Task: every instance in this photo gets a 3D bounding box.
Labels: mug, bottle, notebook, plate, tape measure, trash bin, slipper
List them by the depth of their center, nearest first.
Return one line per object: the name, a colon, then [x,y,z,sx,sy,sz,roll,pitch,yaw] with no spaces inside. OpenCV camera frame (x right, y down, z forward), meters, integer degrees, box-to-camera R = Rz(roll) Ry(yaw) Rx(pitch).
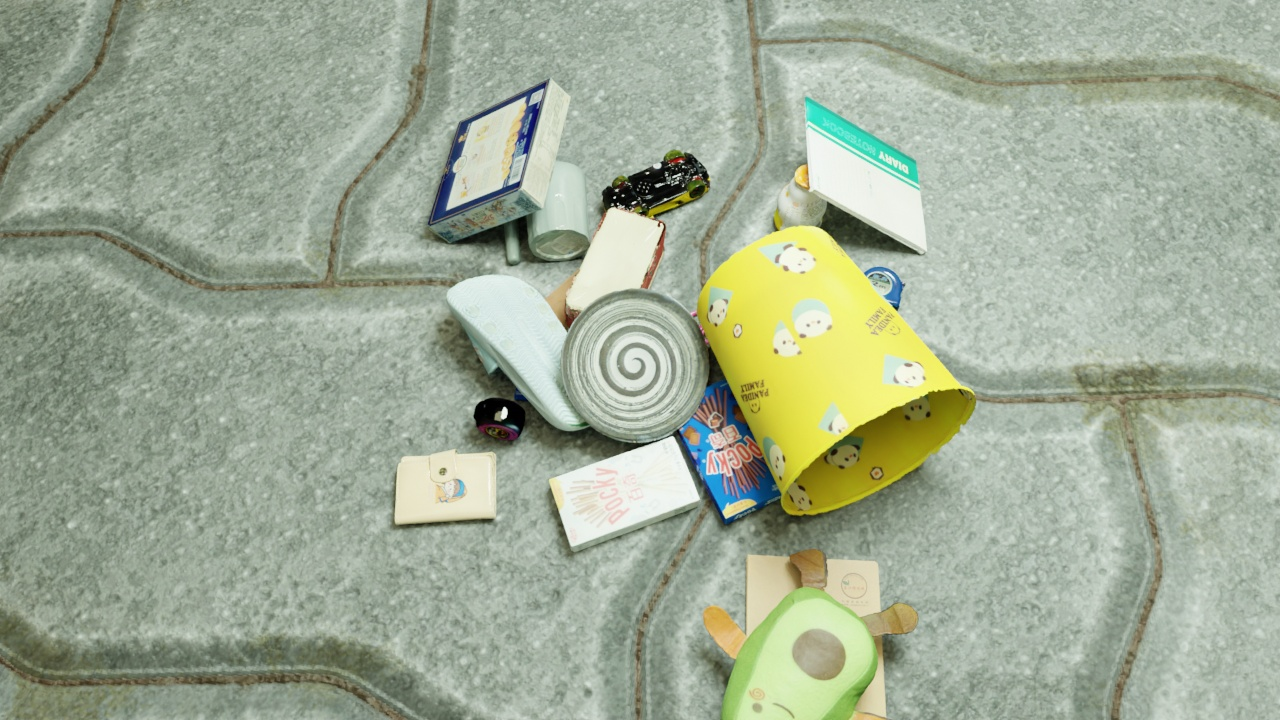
notebook: [0.185,0.315,0.983,0.148,0.008,0.207,2,65,3]
trash bin: [0.199,0.003,1.020,0.229,0.230,0.255,-23,61,-9]
plate: [-0.006,0.006,1.066,0.179,0.024,0.179,1,87,-16]
tape measure: [-0.165,0.067,1.084,0.058,0.057,0.039,6,63,14]
slipper: [-0.138,-0.009,1.107,0.103,0.074,0.245,-30,70,-33]
tape measure: [0.303,-0.091,1.162,0.058,0.025,0.054,17,64,5]
notebook: [0.288,-0.236,1.171,0.209,0.012,0.150,19,59,-31]
bottle: [0.207,-0.203,1.172,0.063,0.108,0.063,0,65,0]
mug: [-0.126,-0.187,1.200,0.124,0.083,0.103,-18,63,23]

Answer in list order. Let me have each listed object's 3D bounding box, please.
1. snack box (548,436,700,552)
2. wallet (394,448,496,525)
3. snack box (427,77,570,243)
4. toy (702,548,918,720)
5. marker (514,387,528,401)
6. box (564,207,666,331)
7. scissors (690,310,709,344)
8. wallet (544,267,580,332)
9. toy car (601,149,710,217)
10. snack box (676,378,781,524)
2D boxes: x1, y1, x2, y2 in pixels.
snack box: [-0.019,0.153,1.056,0.156,0.027,0.084,-19,66,-8]
wallet: [-0.226,0.145,1.068,0.115,0.024,0.087,-5,63,1]
snack box: [-0.184,-0.258,1.193,0.183,0.045,0.177,-11,57,38]
toy: [0.165,0.312,0.931,0.227,0.090,0.246,29,66,21]
marker: [-0.081,0.051,1.111,0.146,0.017,0.016,9,65,6]
box: [-0.032,-0.110,1.138,0.091,0.077,0.168,17,60,8]
scissors: [0.118,-0.067,1.164,0.133,0.017,0.057,-34,62,-17]
wallet: [-0.070,-0.062,1.164,0.101,0.020,0.115,39,69,19]
toy car: [0.020,-0.229,1.227,0.155,0.041,0.071,-26,67,-14]
snack box: [0.101,0.104,1.075,0.084,0.026,0.157,-24,66,-9]
